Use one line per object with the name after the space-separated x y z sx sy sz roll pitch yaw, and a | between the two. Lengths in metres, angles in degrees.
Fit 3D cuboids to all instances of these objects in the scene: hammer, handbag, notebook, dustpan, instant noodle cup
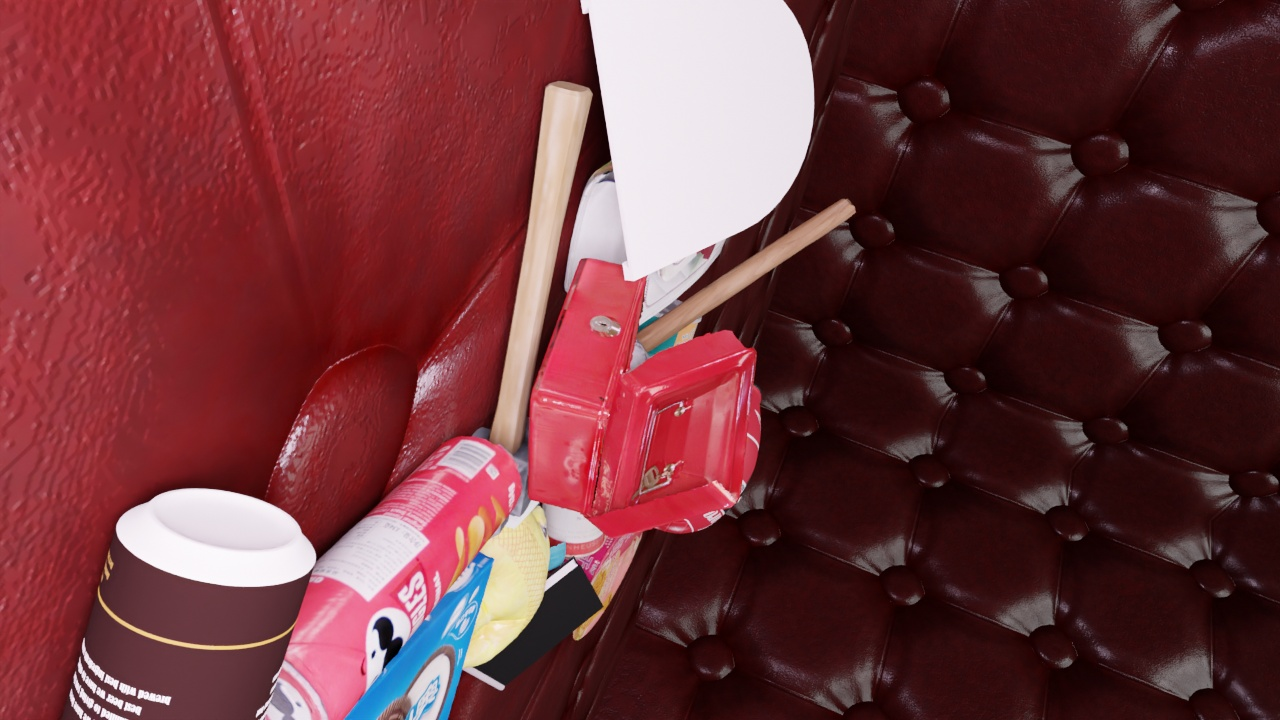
0.070 -0.063 0.866 0.328 0.052 0.098 -34 -165 -14 | hammer
0.026 -0.134 0.809 0.197 0.096 0.142 -43 156 -48 | handbag
-0.112 0.281 0.962 0.149 0.016 0.207 -36 157 -12 | notebook
0.045 -0.194 0.716 0.256 0.053 0.192 -29 119 -42 | dustpan
-0.069 0.252 1.155 0.178 0.078 0.179 -56 163 -27 | instant noodle cup
-0.080 -0.032 0.653 0.117 0.051 0.323 -60 165 -65 | hammer

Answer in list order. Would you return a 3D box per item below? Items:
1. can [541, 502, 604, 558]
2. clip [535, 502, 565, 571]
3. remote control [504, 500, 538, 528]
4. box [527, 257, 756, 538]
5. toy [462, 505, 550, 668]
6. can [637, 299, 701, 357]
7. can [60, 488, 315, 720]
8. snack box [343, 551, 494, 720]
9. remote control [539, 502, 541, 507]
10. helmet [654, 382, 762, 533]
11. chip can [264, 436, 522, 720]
-0.063 0.113 0.908 0.067 0.067 0.170 -50 150 -61 | can
-0.098 0.208 0.907 0.031 0.121 0.130 -15 119 -38 | clip
-0.099 0.095 0.789 0.143 0.049 0.024 -54 161 -56 | remote control
-0.022 0.024 0.673 0.147 0.156 0.157 -27 -145 34 | box
-0.128 0.189 0.803 0.154 0.065 0.171 -44 148 -42 | toy
-0.006 0.006 0.959 0.099 0.099 0.144 -38 147 -71 | can
-0.178 0.120 0.355 0.071 0.072 0.128 -16 126 -78 | can
-0.189 0.248 0.604 0.238 0.056 0.196 -41 151 -69 | snack box
-0.048 0.144 0.991 0.151 0.019 0.074 -31 129 -13 | remote control
0.056 0.123 1.258 0.271 0.197 0.224 106 7 -76 | helmet
-0.146 0.123 0.534 0.232 0.073 0.073 -52 160 -62 | chip can
